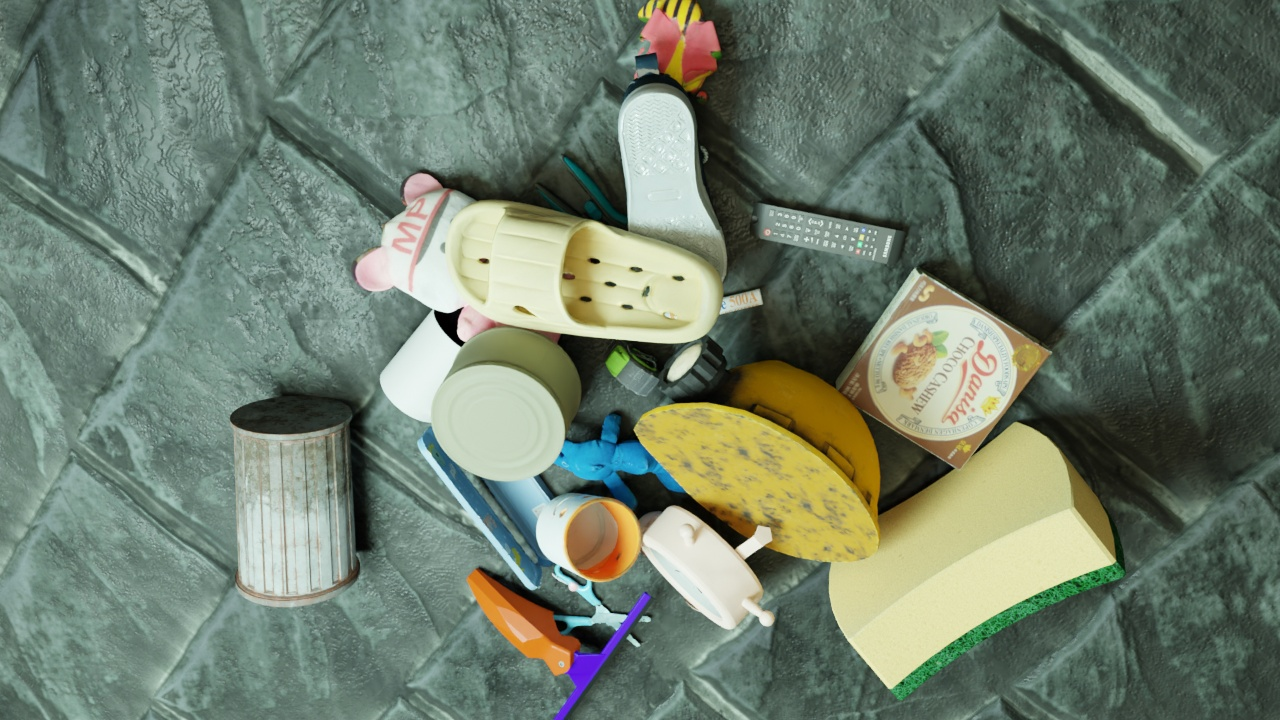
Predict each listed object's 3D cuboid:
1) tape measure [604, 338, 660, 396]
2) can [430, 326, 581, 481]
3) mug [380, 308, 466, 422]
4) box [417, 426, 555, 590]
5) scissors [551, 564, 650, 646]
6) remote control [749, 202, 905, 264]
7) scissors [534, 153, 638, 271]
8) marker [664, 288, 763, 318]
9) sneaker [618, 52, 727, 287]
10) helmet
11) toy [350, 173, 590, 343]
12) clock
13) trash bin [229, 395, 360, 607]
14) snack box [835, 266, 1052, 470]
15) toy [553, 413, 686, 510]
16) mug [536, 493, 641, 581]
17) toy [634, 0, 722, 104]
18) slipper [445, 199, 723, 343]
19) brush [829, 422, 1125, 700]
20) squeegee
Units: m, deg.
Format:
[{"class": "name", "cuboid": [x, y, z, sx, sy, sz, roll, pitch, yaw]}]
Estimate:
[{"class": "tape measure", "cuboid": [-0.005, 0.005, 0.924, 0.058, 0.065, 0.036, 36, 101, -10]}, {"class": "can", "cuboid": [-0.124, 0.041, 0.854, 0.128, 0.073, 0.128, 3, 119, 6]}, {"class": "mug", "cuboid": [-0.200, 0.015, 0.941, 0.097, 0.078, 0.112, -47, 60, 19]}, {"class": "box", "cuboid": [-0.152, 0.148, 0.987, 0.073, 0.078, 0.210, -31, 100, 20]}, {"class": "scissors", "cuboid": [-0.061, 0.295, 1.051, 0.138, 0.015, 0.120, 45, 109, 0]}, {"class": "remote control", "cuboid": [0.178, -0.122, 0.878, 0.147, 0.015, 0.033, 12, 109, 6]}, {"class": "scissors", "cuboid": [-0.040, -0.144, 0.906, 0.131, 0.019, 0.150, 1, 106, 10]}, {"class": "marker", "cuboid": [0.050, -0.048, 0.922, 0.146, 0.017, 0.017, -13, 105, 13]}, {"class": "sneaker", "cuboid": [0.026, -0.163, 0.858, 0.089, 0.087, 0.236, -9, 128, 4]}, {"class": "helmet", "cuboid": [0.132, 0.073, 0.877, 0.255, 0.131, 0.206, 40, 149, -19]}, {"class": "toy", "cuboid": [-0.162, -0.090, 0.905, 0.213, 0.084, 0.142, 25, 81, -4]}, {"class": "clock", "cuboid": [0.067, 0.203, 0.939, 0.131, 0.161, 0.086, 48, 67, -7]}, {"class": "trash bin", "cuboid": [-0.376, 0.158, 1.000, 0.131, 0.130, 0.211, 6, 106, 8]}, {"class": "snack box", "cuboid": [0.288, 0.008, 0.886, 0.147, 0.041, 0.143, 31, 109, -1]}, {"class": "toy", "cuboid": [-0.024, 0.092, 0.954, 0.176, 0.070, 0.113, 7, 119, 7]}, {"class": "mug", "cuboid": [-0.055, 0.180, 0.950, 0.082, 0.105, 0.082, 2, 85, -22]}, {"class": "toy", "cuboid": [0.033, -0.284, 0.839, 0.084, 0.046, 0.103, -5, 102, 25]}, {"class": "slipper", "cuboid": [-0.057, -0.073, 0.814, 0.261, 0.079, 0.111, 12, 98, 5]}, {"class": "brush", "cuboid": [0.300, 0.179, 0.856, 0.251, 0.194, 0.075, -38, 98, 18]}, {"class": "squeegee", "cuboid": [-0.123, 0.301, 1.033, 0.185, 0.055, 0.250, 38, 112, 14]}]
